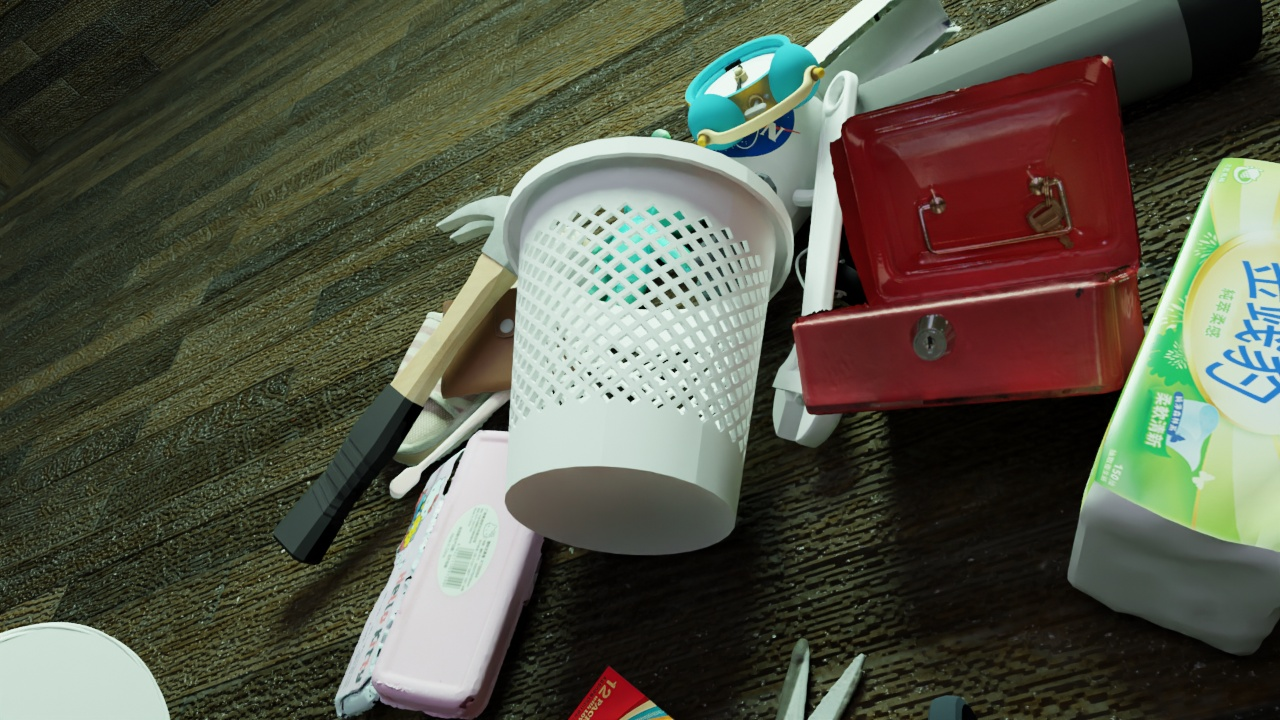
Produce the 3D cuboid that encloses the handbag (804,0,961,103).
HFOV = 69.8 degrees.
[{"bbox_3d":[0.167,-0.244,0.781,0.151,0.074,0.176,-41,19,-6],"label":"handbag"}]

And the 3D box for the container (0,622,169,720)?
[{"bbox_3d":[-0.465,0.291,0.629,0.187,0.189,0.188,-19,42,21],"label":"container"}]

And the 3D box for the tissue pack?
[{"bbox_3d":[0.284,0.025,0.380,0.141,0.120,0.197,20,71,31],"label":"tissue pack"}]

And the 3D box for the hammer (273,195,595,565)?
[{"bbox_3d":[-0.175,0.015,0.724,0.131,0.039,0.328,34,87,29],"label":"hammer"}]

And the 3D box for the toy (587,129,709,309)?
[{"bbox_3d":[0.002,-0.108,0.763,0.131,0.072,0.193,16,72,45],"label":"toy"}]

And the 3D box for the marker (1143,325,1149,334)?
[{"bbox_3d":[0.246,-0.011,0.519,0.152,0.011,0.011,-5,49,35],"label":"marker"}]

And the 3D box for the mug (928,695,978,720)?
[{"bbox_3d":[0.129,0.187,0.359,0.071,0.077,0.104,-15,44,26],"label":"mug"}]

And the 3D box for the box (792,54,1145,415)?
[{"bbox_3d":[0.170,-0.050,0.481,0.157,0.156,0.169,-9,22,34],"label":"box"}]

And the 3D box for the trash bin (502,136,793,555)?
[{"bbox_3d":[-0.003,0.003,0.575,0.196,0.195,0.199,-13,54,28],"label":"trash bin"}]

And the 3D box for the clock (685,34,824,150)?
[{"bbox_3d":[0.077,-0.195,0.661,0.099,0.044,0.129,-28,32,12],"label":"clock"}]

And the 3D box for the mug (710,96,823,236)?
[{"bbox_3d":[0.108,-0.143,0.692,0.121,0.091,0.090,18,64,45],"label":"mug"}]

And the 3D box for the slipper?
[{"bbox_3d":[-0.140,-0.026,0.801,0.115,0.052,0.262,13,60,43],"label":"slipper"}]

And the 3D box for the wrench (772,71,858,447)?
[{"bbox_3d":[0.120,-0.074,0.601,0.066,0.018,0.272,145,138,-63],"label":"wrench"}]

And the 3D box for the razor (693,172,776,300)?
[{"bbox_3d":[0.068,-0.088,0.653,0.052,0.143,0.047,31,69,8],"label":"razor"}]

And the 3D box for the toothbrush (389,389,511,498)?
[{"bbox_3d":[-0.128,0.045,0.727,0.180,0.015,0.018,-44,-3,-27],"label":"toothbrush"}]

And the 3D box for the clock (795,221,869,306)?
[{"bbox_3d":[0.164,-0.082,0.626,0.121,0.042,0.091,-26,40,15],"label":"clock"}]

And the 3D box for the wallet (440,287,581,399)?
[{"bbox_3d":[-0.105,-0.018,0.738,0.121,0.013,0.087,-9,69,15],"label":"wallet"}]

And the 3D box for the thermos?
[{"bbox_3d":[0.271,-0.194,0.623,0.241,0.082,0.082,-19,42,23],"label":"thermos"}]

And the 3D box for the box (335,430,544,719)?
[{"bbox_3d":[-0.136,0.139,0.626,0.154,0.066,0.200,-11,45,31],"label":"box"}]

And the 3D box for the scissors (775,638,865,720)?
[{"bbox_3d":[0.053,0.231,0.425,0.179,0.015,0.184,-32,38,7],"label":"scissors"}]

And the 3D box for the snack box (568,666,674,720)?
[{"bbox_3d":[-0.018,0.243,0.432,0.152,0.036,0.133,-50,30,-15],"label":"snack box"}]
